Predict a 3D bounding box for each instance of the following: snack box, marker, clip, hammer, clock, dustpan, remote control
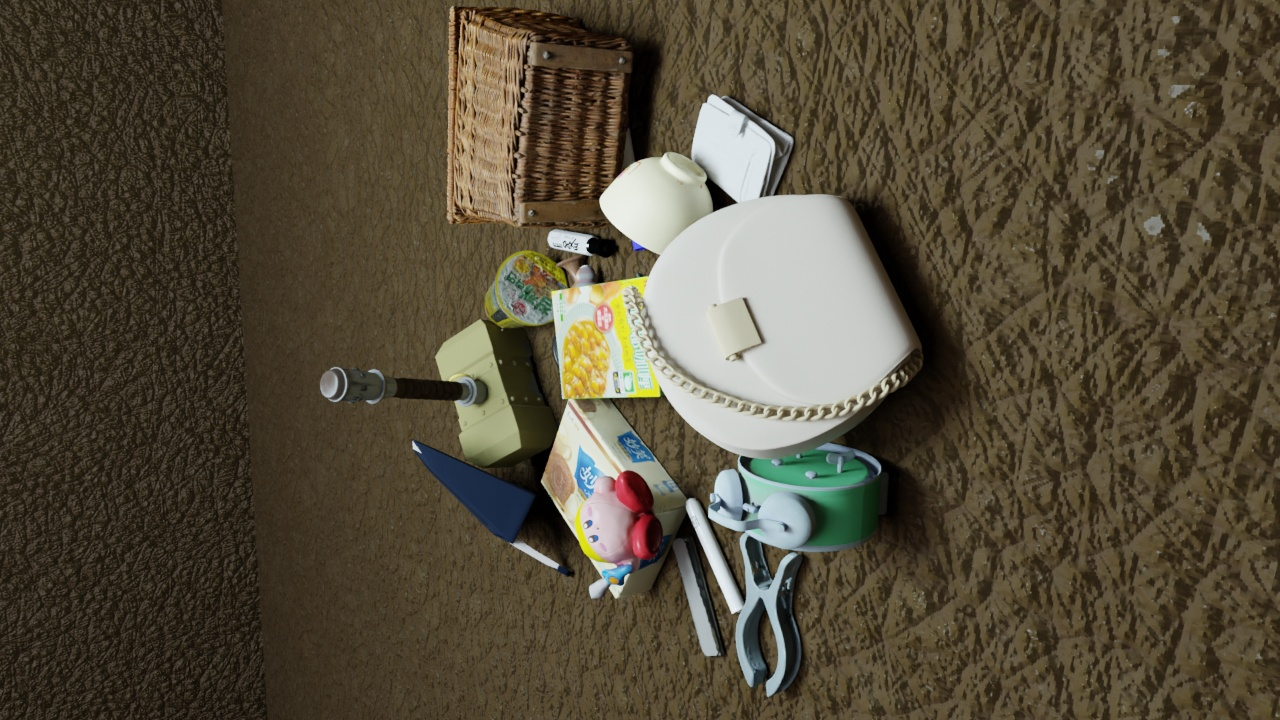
[{"bbox_3d":[-0.038,0.160,1.121,0.207,0.055,0.154,50,134,36],"label":"snack box"},{"bbox_3d":[-0.009,-0.196,1.042,0.020,0.020,0.141,-12,87,55],"label":"marker"},{"bbox_3d":[0.080,0.211,1.000,0.020,0.017,0.133,-50,57,48],"label":"marker"},{"bbox_3d":[0.140,0.262,0.919,0.108,0.027,0.163,8,104,52],"label":"clip"},{"bbox_3d":[-0.073,-0.144,1.135,0.126,0.025,0.025,19,112,52],"label":"marker"},{"bbox_3d":[-0.264,0.038,1.170,0.101,0.324,0.190,-29,71,28],"label":"hammer"},{"bbox_3d":[-0.036,-0.023,1.050,0.168,0.027,0.132,-4,92,46],"label":"snack box"},{"bbox_3d":[0.130,0.114,0.785,0.122,0.161,0.075,17,111,52],"label":"clock"},{"bbox_3d":[-0.205,0.207,1.261,0.080,0.273,0.237,-66,9,-13],"label":"dustpan"},{"bbox_3d":[0.065,0.265,1.035,0.033,0.013,0.136,-29,75,54],"label":"remote control"}]

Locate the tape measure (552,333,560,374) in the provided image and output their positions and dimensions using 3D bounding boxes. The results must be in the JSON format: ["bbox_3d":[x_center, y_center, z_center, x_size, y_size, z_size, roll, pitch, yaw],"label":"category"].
[{"bbox_3d":[-0.082,-0.012,1.161,0.073,0.042,0.071,-46,59,53],"label":"tape measure"}]

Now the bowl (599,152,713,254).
[{"bbox_3d":[0.028,-0.165,0.921,0.118,0.117,0.074,54,125,34],"label":"bowl"}]

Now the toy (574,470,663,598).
[{"bbox_3d":[-0.030,0.192,1.020,0.132,0.096,0.124,-26,82,32],"label":"toy"}]

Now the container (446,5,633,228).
[{"bbox_3d":[-0.112,-0.264,1.032,0.183,0.162,0.250,32,123,55],"label":"container"}]

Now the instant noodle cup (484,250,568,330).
[{"bbox_3d":[-0.159,-0.084,1.217,0.108,0.102,0.102,-19,81,63],"label":"instant noodle cup"}]

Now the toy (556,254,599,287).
[{"bbox_3d":[-0.065,-0.083,1.125,0.055,0.041,0.102,141,108,-75],"label":"toy"}]

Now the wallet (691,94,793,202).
[{"bbox_3d":[0.092,-0.200,0.888,0.116,0.032,0.086,43,132,41],"label":"wallet"}]

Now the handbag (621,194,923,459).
[{"bbox_3d":[0.111,-0.027,0.780,0.209,0.103,0.210,-24,72,8],"label":"handbag"}]

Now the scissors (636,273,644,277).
[{"bbox_3d":[0.034,-0.051,1.009,0.149,0.019,0.122,37,122,39],"label":"scissors"}]
